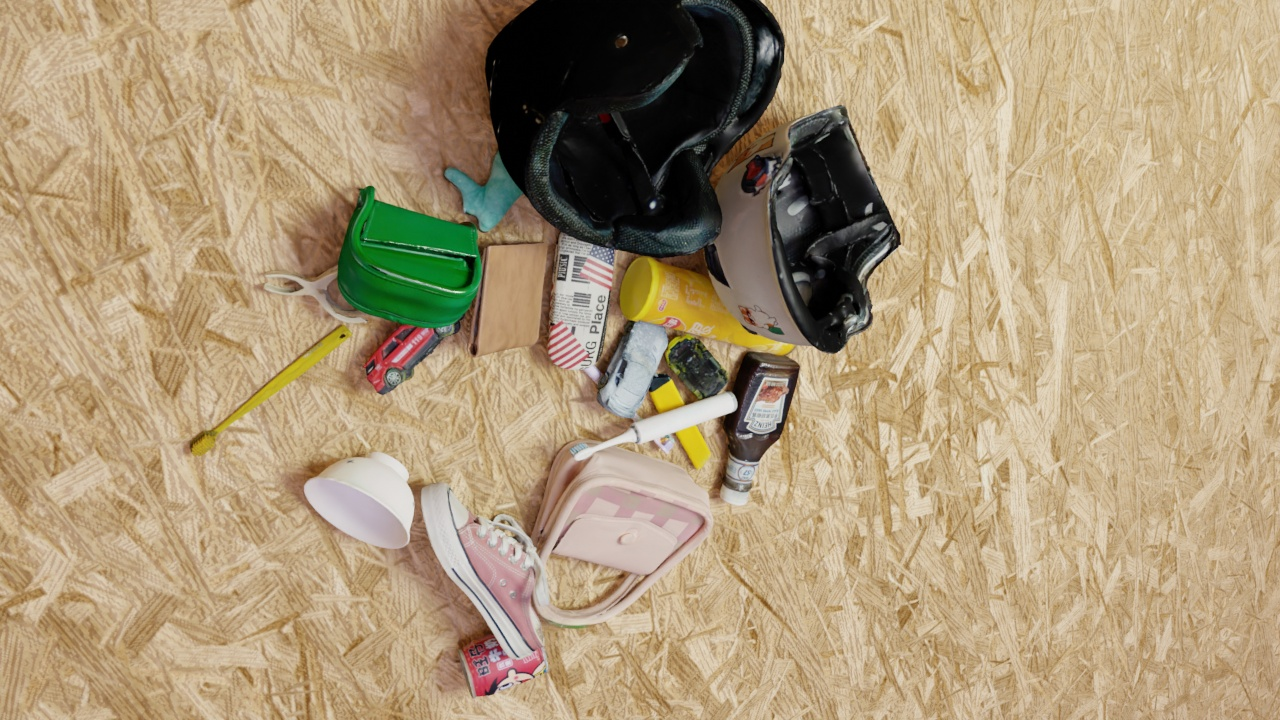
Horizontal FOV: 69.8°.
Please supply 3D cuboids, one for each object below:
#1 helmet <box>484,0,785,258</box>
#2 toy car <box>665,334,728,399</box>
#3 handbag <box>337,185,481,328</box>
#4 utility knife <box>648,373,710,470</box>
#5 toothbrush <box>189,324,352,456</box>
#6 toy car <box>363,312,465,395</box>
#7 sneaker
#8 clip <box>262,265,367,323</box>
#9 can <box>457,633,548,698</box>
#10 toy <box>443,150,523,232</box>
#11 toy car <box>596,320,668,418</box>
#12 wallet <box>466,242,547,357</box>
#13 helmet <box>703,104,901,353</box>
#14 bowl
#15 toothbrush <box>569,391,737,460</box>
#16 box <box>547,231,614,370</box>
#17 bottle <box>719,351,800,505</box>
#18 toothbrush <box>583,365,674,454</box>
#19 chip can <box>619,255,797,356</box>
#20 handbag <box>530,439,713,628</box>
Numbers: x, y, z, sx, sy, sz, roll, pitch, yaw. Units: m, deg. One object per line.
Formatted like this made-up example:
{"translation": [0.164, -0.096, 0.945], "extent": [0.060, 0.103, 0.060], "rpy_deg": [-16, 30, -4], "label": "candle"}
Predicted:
{"translation": [-0.009, -0.241, 0.839], "extent": [0.274, 0.230, 0.234], "rpy_deg": [-37, 150, -13], "label": "helmet"}
{"translation": [0.065, 0.008, 1.084], "extent": [0.048, 0.032, 0.105], "rpy_deg": [-42, 133, 1], "label": "toy car"}
{"translation": [-0.216, -0.098, 0.871], "extent": [0.131, 0.120, 0.068], "rpy_deg": [16, 141, -25], "label": "handbag"}
{"translation": [0.047, 0.075, 1.111], "extent": [0.033, 0.015, 0.156], "rpy_deg": [-31, 121, -4], "label": "utility knife"}
{"translation": [-0.363, 0.030, 0.902], "extent": [0.190, 0.016, 0.016], "rpy_deg": [-39, 121, -6], "label": "toothbrush"}
{"translation": [-0.228, -0.017, 0.925], "extent": [0.120, 0.053, 0.045], "rpy_deg": [-42, 96, 0], "label": "toy car"}
{"translation": [-0.157, 0.224, 1.017], "extent": [0.088, 0.118, 0.241], "rpy_deg": [-27, 111, 0], "label": "sneaker"}
{"translation": [-0.299, -0.079, 0.881], "extent": [0.102, 0.035, 0.095], "rpy_deg": [34, 97, -24], "label": "clip"}
{"translation": [-0.164, 0.357, 1.094], "extent": [0.093, 0.066, 0.066], "rpy_deg": [-16, 115, -19], "label": "can"}
{"translation": [-0.145, -0.175, 0.917], "extent": [0.096, 0.030, 0.092], "rpy_deg": [37, 89, -25], "label": "toy"}
{"translation": [-0.006, 0.006, 1.038], "extent": [0.054, 0.037, 0.120], "rpy_deg": [28, 79, -32], "label": "toy car"}
{"translation": [-0.134, -0.064, 0.940], "extent": [0.101, 0.020, 0.115], "rpy_deg": [-16, 120, -60], "label": "wallet"}
{"translation": [0.151, -0.132, 0.974], "extent": [0.230, 0.157, 0.273], "rpy_deg": [52, 52, -34], "label": "helmet"}
{"translation": [-0.277, 0.134, 0.948], "extent": [0.118, 0.119, 0.064], "rpy_deg": [54, 44, -31], "label": "bowl"}
{"translation": [0.018, 0.077, 1.056], "extent": [0.220, 0.026, 0.027], "rpy_deg": [-17, 134, -29], "label": "toothbrush"}
{"translation": [-0.066, -0.069, 0.989], "extent": [0.068, 0.052, 0.164], "rpy_deg": [1, 105, -35], "label": "box"}
{"translation": [0.140, 0.087, 1.143], "extent": [0.079, 0.044, 0.195], "rpy_deg": [5, 108, -29], "label": "bottle"}
{"translation": [-0.022, 0.046, 1.066], "extent": [0.021, 0.029, 0.189], "rpy_deg": [-25, 125, 29], "label": "toothbrush"}
{"translation": [0.084, -0.060, 1.043], "extent": [0.213, 0.072, 0.072], "rpy_deg": [12, 104, -28], "label": "chip can"}
{"translation": [-0.043, 0.221, 1.096], "extent": [0.193, 0.093, 0.234], "rpy_deg": [22, 106, -29], "label": "handbag"}
